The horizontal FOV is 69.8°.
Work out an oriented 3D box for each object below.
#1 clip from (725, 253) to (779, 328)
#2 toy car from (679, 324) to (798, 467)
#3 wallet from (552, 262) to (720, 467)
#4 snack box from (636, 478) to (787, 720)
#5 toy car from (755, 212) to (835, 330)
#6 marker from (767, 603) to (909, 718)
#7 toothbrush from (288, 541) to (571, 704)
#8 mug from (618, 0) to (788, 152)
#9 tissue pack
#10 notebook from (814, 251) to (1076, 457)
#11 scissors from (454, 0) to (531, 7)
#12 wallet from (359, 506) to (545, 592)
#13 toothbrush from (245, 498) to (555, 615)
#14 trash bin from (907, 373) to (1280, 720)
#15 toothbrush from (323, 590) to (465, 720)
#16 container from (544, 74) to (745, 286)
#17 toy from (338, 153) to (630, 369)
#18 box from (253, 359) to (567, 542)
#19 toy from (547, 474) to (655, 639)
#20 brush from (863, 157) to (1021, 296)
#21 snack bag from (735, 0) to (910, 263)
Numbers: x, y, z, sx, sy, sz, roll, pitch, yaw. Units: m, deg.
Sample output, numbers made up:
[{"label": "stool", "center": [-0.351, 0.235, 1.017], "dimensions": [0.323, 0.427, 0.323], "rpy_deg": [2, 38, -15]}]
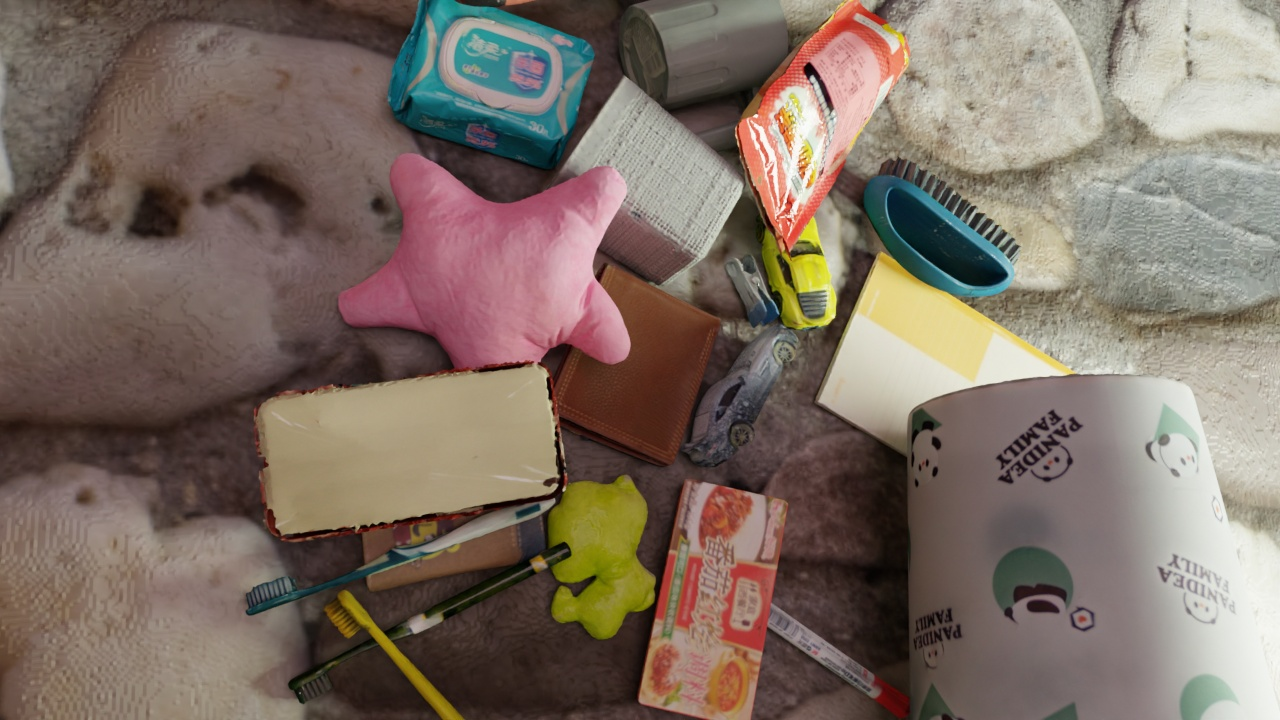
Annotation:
[{"label": "clip", "center": [0.084, -0.054, 0.696], "dimensions": [0.036, 0.025, 0.058], "rpy_deg": [-14, 77, -27]}, {"label": "toy car", "center": [0.071, 0.023, 0.657], "dimensions": [0.037, 0.054, 0.120], "rpy_deg": [37, 69, -9]}, {"label": "wallet", "center": [-0.004, 0.004, 0.652], "dimensions": [0.101, 0.032, 0.124], "rpy_deg": [25, 72, -14]}, {"label": "snack box", "center": [0.050, 0.162, 0.623], "dimensions": [0.075, 0.025, 0.152], "rpy_deg": [13, 73, 2]}, {"label": "toy car", "center": [0.122, -0.075, 0.710], "dimensions": [0.048, 0.032, 0.105], "rpy_deg": [-9, 78, -19]}, {"label": "marker", "center": [0.133, 0.209, 0.653], "dimensions": [0.145, 0.017, 0.017], "rpy_deg": [36, 69, -7]}, {"label": "toothbrush", "center": [-0.126, 0.161, 0.568], "dimensions": [0.185, 0.012, 0.017], "rpy_deg": [-25, 93, -12]}, {"label": "mug", "center": [0.051, -0.221, 0.702], "dimensions": [0.103, 0.084, 0.124], "rpy_deg": [-20, 109, -20]}, {"label": "tissue pack", "center": [-0.106, -0.200, 0.655], "dimensions": [0.133, 0.050, 0.093], "rpy_deg": [14, 74, -14]}, {"label": "notebook", "center": [0.251, 0.022, 0.739], "dimensions": [0.206, 0.010, 0.145], "rpy_deg": [30, 71, -9]}, {"label": "scissors", "center": [-0.052, -0.291, 0.671], "dimensions": [0.226, 0.015, 0.188], "rpy_deg": [20, 45, 13]}, {"label": "wallet", "center": [-0.123, 0.094, 0.591], "dimensions": [0.115, 0.033, 0.090], "rpy_deg": [-8, 81, -16]}, {"label": "toothbrush", "center": [-0.143, 0.114, 0.559], "dimensions": [0.191, 0.016, 0.018], "rpy_deg": [-18, 76, -16]}, {"label": "trash bin", "center": [0.282, 0.152, 0.605], "dimensions": [0.229, 0.230, 0.251], "rpy_deg": [5, 74, -17]}, {"label": "toothbrush", "center": [-0.123, 0.213, 0.556], "dimensions": [0.016, 0.016, 0.190], "rpy_deg": [-39, 101, -6]}, {"label": "container", "center": [0.001, -0.121, 0.652], "dimensions": [0.114, 0.090, 0.090], "rpy_deg": [34, 70, -11]}, {"label": "toy", "center": [-0.102, -0.043, 0.599], "dimensions": [0.194, 0.074, 0.178], "rpy_deg": [3, 100, 4]}, {"label": "box", "center": [-0.130, 0.049, 0.534], "dimensions": [0.168, 0.078, 0.091], "rpy_deg": [-8, 84, -8]}, {"label": "toy", "center": [-0.028, 0.129, 0.612], "dimensions": [0.096, 0.031, 0.100], "rpy_deg": [-35, 90, -20]}, {"label": "brush", "center": [0.239, -0.098, 0.739], "dimensions": [0.144, 0.055, 0.073], "rpy_deg": [36, 68, -7]}, {"label": "snack bag", "center": [0.134, -0.184, 0.693], "dimensions": [0.207, 0.073, 0.129], "rpy_deg": [-53, 139, -33]}]
